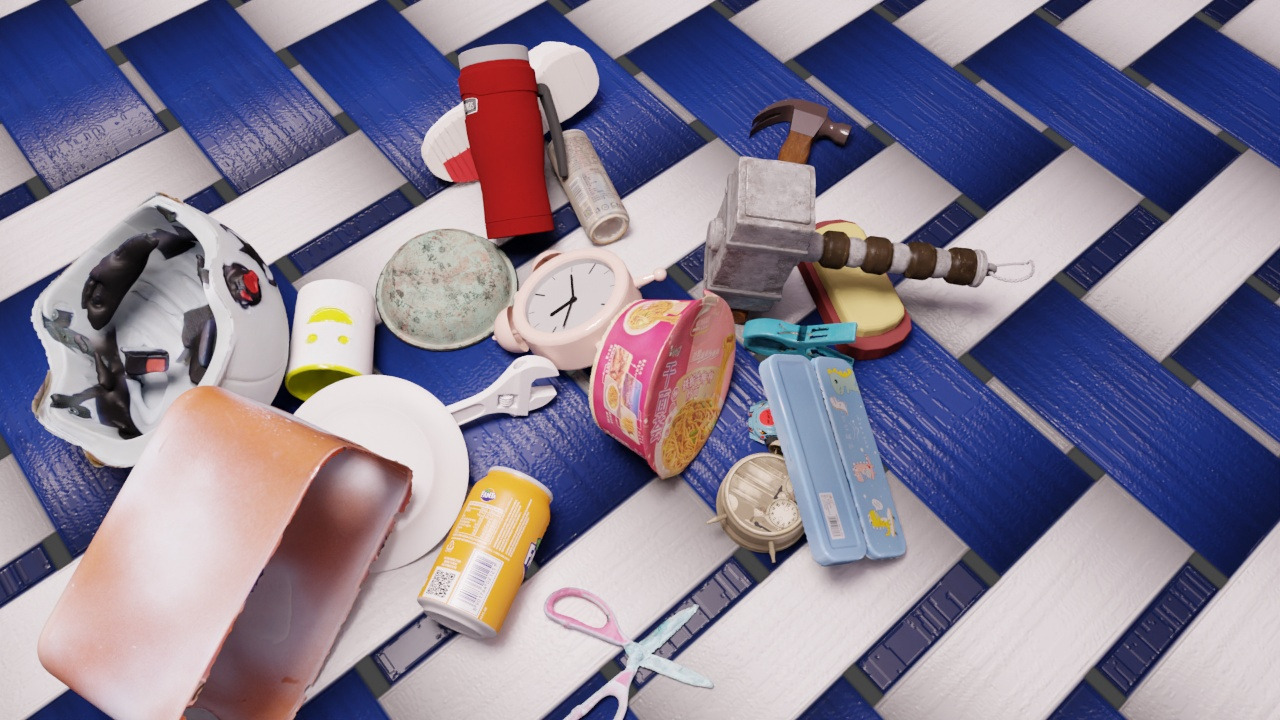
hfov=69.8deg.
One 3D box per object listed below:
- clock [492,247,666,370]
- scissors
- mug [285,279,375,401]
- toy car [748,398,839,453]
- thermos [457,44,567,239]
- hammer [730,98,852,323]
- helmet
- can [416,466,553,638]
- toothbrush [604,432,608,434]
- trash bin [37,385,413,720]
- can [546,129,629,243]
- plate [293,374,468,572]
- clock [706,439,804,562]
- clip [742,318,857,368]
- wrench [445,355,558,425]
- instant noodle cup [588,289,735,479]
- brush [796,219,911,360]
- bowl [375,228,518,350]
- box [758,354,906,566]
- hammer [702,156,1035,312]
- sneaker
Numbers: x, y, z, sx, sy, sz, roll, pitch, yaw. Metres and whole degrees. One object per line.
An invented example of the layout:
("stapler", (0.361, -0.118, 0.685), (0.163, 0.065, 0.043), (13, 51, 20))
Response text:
("clock", (-0.064, -0.049, 0.966), (0.161, 0.086, 0.130), (15, 61, 27))
("scissors", (-0.020, 0.277, 0.827), (0.170, 0.014, 0.172), (21, 62, 7))
("mug", (-0.316, -0.018, 0.941), (0.082, 0.083, 0.106), (-4, 60, -3))
("toy car", (0.166, 0.062, 0.937), (0.108, 0.028, 0.060), (4, 61, 1))
("thermos", (-0.136, -0.239, 1.014), (0.108, 0.084, 0.198), (-12, 99, -25))
("hammer", (0.154, -0.181, 1.068), (0.115, 0.033, 0.322), (19, 63, 7))
("helmet", (-0.436, -0.013, 0.884), (0.237, 0.163, 0.264), (-40, 63, 10))
("can", (-0.139, 0.175, 0.841), (0.079, 0.079, 0.142), (19, 63, 9))
("toothbrush", (-0.006, 0.006, 0.972), (0.016, 0.016, 0.166), (15, 63, 7))
("trash bin", (-0.334, 0.164, 0.761), (0.157, 0.181, 0.259), (24, 81, 14))
("can", (-0.060, -0.201, 1.061), (0.054, 0.054, 0.135), (-20, 63, -12))
("plate", (-0.260, 0.106, 0.874), (0.188, 0.016, 0.188), (0, 82, 0))
("clock", (0.130, 0.119, 0.887), (0.093, 0.055, 0.140), (29, 70, 14))
("clip", (0.169, -0.014, 0.974), (0.120, 0.104, 0.027), (11, 58, 12))
("wrench", (-0.209, 0.064, 0.915), (0.273, 0.066, 0.018), (-22, 47, -8))
("instant noodle cup", (0.018, 0.015, 0.890), (0.078, 0.179, 0.178), (18, 61, 27))
("brush", (0.233, -0.085, 1.010), (0.082, 0.042, 0.173), (-15, 63, -9))
("bowl", (-0.215, -0.087, 1.005), (0.157, 0.039, 0.157), (0, 61, -1))
("box", (0.189, 0.090, 0.882), (0.125, 0.021, 0.208), (2, 65, -33))
("hammer", (0.229, -0.107, 0.928), (0.326, 0.177, 0.079), (7, 66, -5))
("sneaker", (-0.171, -0.307, 1.109), (0.236, 0.090, 0.104), (-39, 47, -11))
